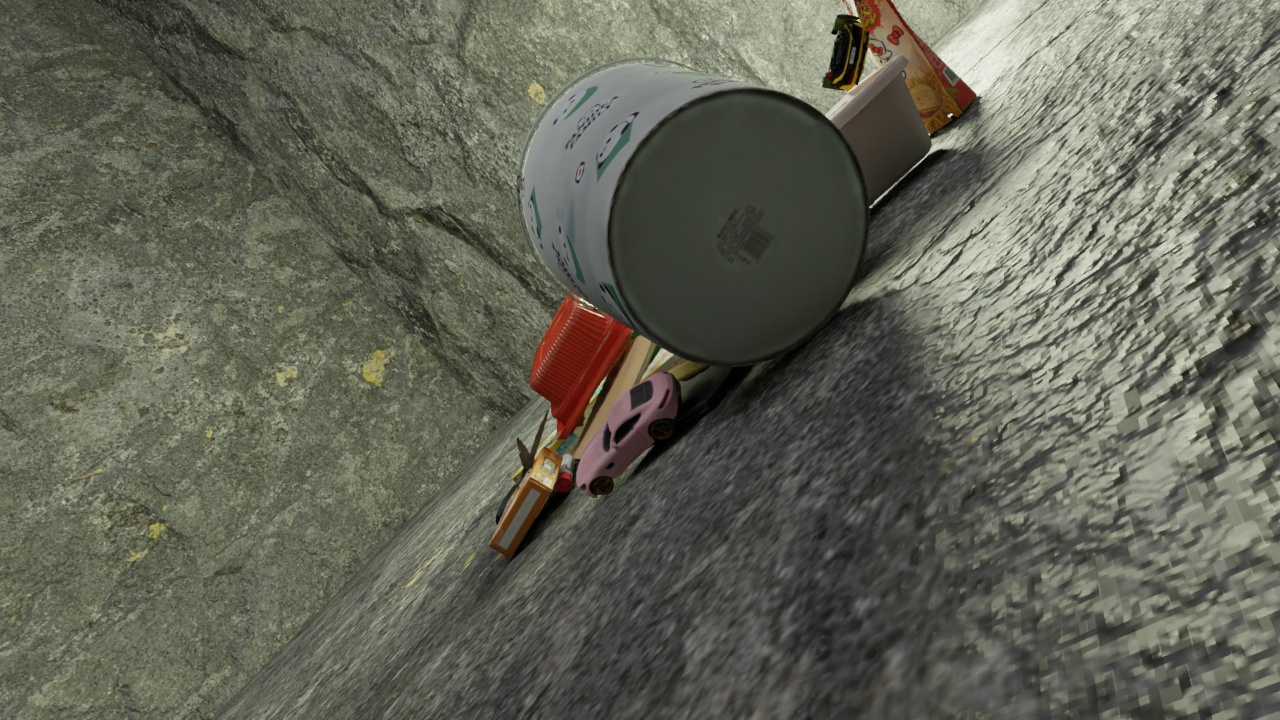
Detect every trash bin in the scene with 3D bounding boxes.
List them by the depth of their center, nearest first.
[{"bbox_3d":[0.033,-0.116,0.705,0.229,0.229,0.252,-43,22,0],"label":"trash bin"}]

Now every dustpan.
[{"bbox_3d":[0.174,-0.233,0.947,0.222,0.139,0.273,-44,33,1],"label":"dustpan"}]

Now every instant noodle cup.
[{"bbox_3d":[-0.072,-0.014,1.093,0.189,0.079,0.164,-60,13,16],"label":"instant noodle cup"}]

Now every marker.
[{"bbox_3d":[-0.078,0.116,0.960,0.017,0.017,0.145,-43,5,1],"label":"marker"}]

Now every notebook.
[{"bbox_3d":[-0.029,0.040,0.979,0.147,0.008,0.208,-66,9,-10],"label":"notebook"}]

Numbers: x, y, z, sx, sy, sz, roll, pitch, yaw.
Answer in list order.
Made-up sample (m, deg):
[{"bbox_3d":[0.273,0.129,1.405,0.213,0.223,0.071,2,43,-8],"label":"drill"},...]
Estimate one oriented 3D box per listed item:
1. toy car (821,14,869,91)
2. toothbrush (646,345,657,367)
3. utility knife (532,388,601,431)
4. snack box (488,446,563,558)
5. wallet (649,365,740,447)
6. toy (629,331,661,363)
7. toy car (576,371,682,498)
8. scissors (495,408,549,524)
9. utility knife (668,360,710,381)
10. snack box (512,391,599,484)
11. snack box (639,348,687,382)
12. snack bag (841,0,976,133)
[{"bbox_3d":[0.215,-0.320,0.958,0.155,0.041,0.071,-64,-16,-70],"label":"toy car"},{"bbox_3d":[-0.006,0.006,1.075,0.221,0.026,0.026,125,154,-66],"label":"toothbrush"},{"bbox_3d":[-0.075,0.057,1.247,0.204,0.013,0.029,-28,-2,-40],"label":"utility knife"},{"bbox_3d":[-0.109,0.133,0.890,0.075,0.026,0.153,-58,4,4],"label":"snack box"},{"bbox_3d":[0.053,0.018,0.755,0.097,0.020,0.122,-37,9,47],"label":"wallet"},{"bbox_3d":[0.009,-0.053,1.229,0.227,0.090,0.246,-64,-5,7],"label":"toy"},{"bbox_3d":[-0.013,0.057,0.719,0.123,0.037,0.056,-47,23,23],"label":"toy car"},{"bbox_3d":[-0.119,0.117,0.983,0.175,0.014,0.159,-58,-15,12],"label":"scissors"},{"bbox_3d":[0.026,0.013,0.764,0.165,0.018,0.030,-24,14,38],"label":"utility knife"},{"bbox_3d":[-0.095,0.101,1.147,0.087,0.034,0.140,-39,4,37],"label":"snack box"},{"bbox_3d":[0.048,-0.011,1.004,0.085,0.027,0.156,-41,4,22],"label":"snack box"},{"bbox_3d":[0.277,-0.346,0.996,0.073,0.208,0.128,-37,7,9],"label":"snack bag"}]
